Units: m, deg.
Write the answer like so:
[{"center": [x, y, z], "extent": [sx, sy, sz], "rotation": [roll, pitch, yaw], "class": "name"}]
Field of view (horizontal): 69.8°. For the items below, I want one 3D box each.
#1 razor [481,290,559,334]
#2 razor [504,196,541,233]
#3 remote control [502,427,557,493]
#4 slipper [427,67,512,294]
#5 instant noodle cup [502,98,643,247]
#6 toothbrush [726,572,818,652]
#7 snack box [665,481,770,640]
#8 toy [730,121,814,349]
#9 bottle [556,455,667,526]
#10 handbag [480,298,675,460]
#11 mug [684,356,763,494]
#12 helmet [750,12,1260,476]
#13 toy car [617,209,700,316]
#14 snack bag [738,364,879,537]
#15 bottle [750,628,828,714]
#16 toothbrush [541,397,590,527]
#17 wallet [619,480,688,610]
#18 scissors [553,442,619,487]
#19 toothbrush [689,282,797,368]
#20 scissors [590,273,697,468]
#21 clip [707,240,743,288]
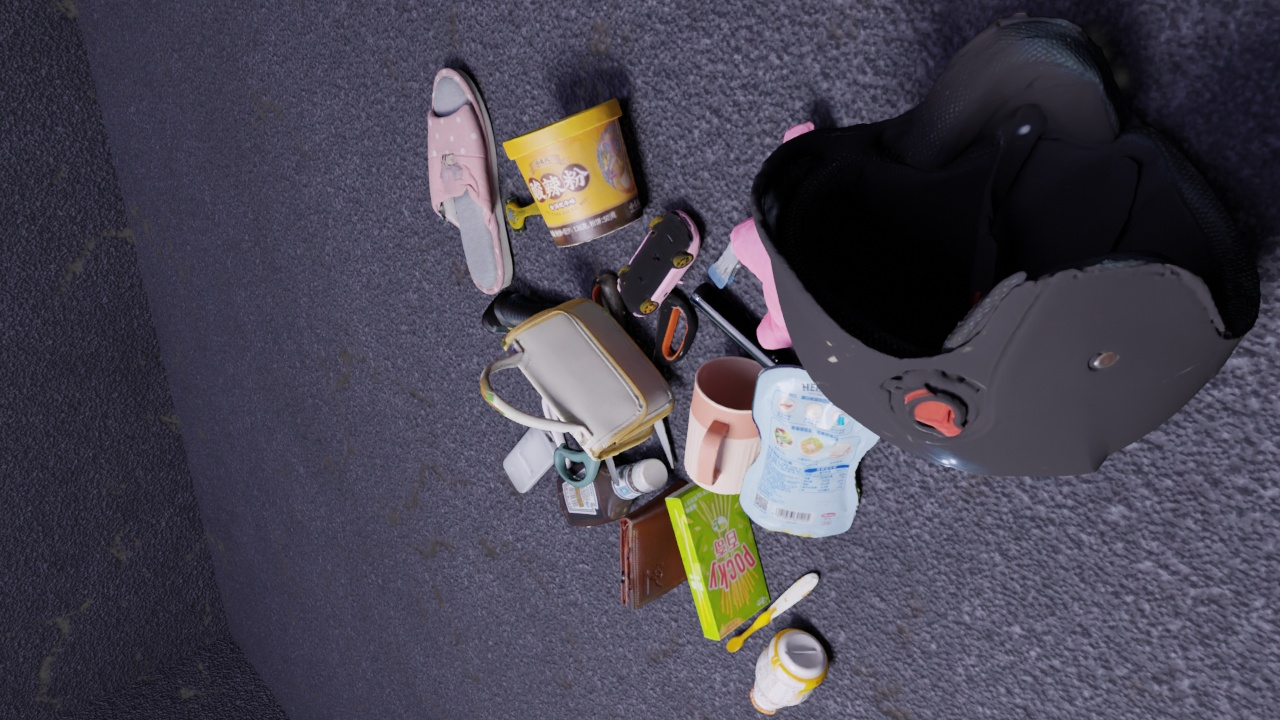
[{"center": [-0.118, -0.048, 1.090], "extent": [0.168, 0.062, 0.067], "rotation": [10, 146, 41], "class": "razor"}, {"center": [-0.111, -0.173, 1.033], "extent": [0.133, 0.028, 0.043], "rotation": [-3, 102, 49], "class": "razor"}, {"center": [-0.146, 0.131, 1.233], "extent": [0.056, 0.020, 0.136], "rotation": [56, 141, 12], "class": "remote control"}, {"center": [-0.214, -0.211, 1.111], "extent": [0.114, 0.054, 0.274], "rotation": [13, 119, 47], "class": "slipper"}, {"center": [-0.059, -0.180, 0.897], "extent": [0.119, 0.118, 0.114], "rotation": [0, 116, 50], "class": "instant noodle cup"}, {"center": [0.139, 0.267, 0.969], "extent": [0.016, 0.018, 0.192], "rotation": [50, 137, 17], "class": "toothbrush"}, {"center": [0.081, 0.196, 0.941], "extent": [0.026, 0.085, 0.156], "rotation": [-3, 105, 50], "class": "snack box"}, {"center": [0.134, -0.093, 0.741], "extent": [0.179, 0.074, 0.195], "rotation": [24, 123, 44], "class": "toy"}, {"center": [-0.035, 0.149, 1.082], "extent": [0.195, 0.044, 0.080], "rotation": [-27, 77, 54], "class": "bottle"}, {"center": [-0.069, 0.023, 0.924], "extent": [0.163, 0.178, 0.063], "rotation": [50, 133, 15], "class": "handbag"}, {"center": [0.080, 0.070, 0.857], "extent": [0.082, 0.114, 0.106], "rotation": [17, 127, 16], "class": "mug"}, {"center": [0.200, -0.046, 0.540], "extent": [0.275, 0.232, 0.231], "rotation": [4, 137, 7], "class": "helmet"}, {"center": [0.019, -0.095, 0.900], "extent": [0.056, 0.037, 0.123], "rotation": [60, 137, 23], "class": "toy car"}, {"center": [0.147, 0.081, 0.801], "extent": [0.110, 0.038, 0.191], "rotation": [15, 133, 13], "class": "snack bag"}, {"center": [0.148, 0.325, 0.945], "extent": [0.063, 0.063, 0.109], "rotation": [46, 138, 25], "class": "bottle"}, {"center": [-0.095, 0.130, 1.176], "extent": [0.016, 0.016, 0.180], "rotation": [-6, 105, 57], "class": "toothbrush"}, {"center": [0.019, 0.203, 1.007], "extent": [0.032, 0.101, 0.125], "rotation": [22, 124, 40], "class": "wallet"}, {"center": [-0.064, 0.067, 1.064], "extent": [0.172, 0.019, 0.170], "rotation": [-23, 74, 56], "class": "scissors"}, {"center": [0.126, 0.002, 0.835], "extent": [0.212, 0.026, 0.027], "rotation": [44, 149, 23], "class": "toothbrush"}, {"center": [0.004, 0.005, 0.987], "extent": [0.221, 0.021, 0.229], "rotation": [60, 142, 9], "class": "scissors"}, {"center": [0.083, -0.091, 0.845], "extent": [0.025, 0.036, 0.058], "rotation": [58, 141, 15], "class": "clip"}]
